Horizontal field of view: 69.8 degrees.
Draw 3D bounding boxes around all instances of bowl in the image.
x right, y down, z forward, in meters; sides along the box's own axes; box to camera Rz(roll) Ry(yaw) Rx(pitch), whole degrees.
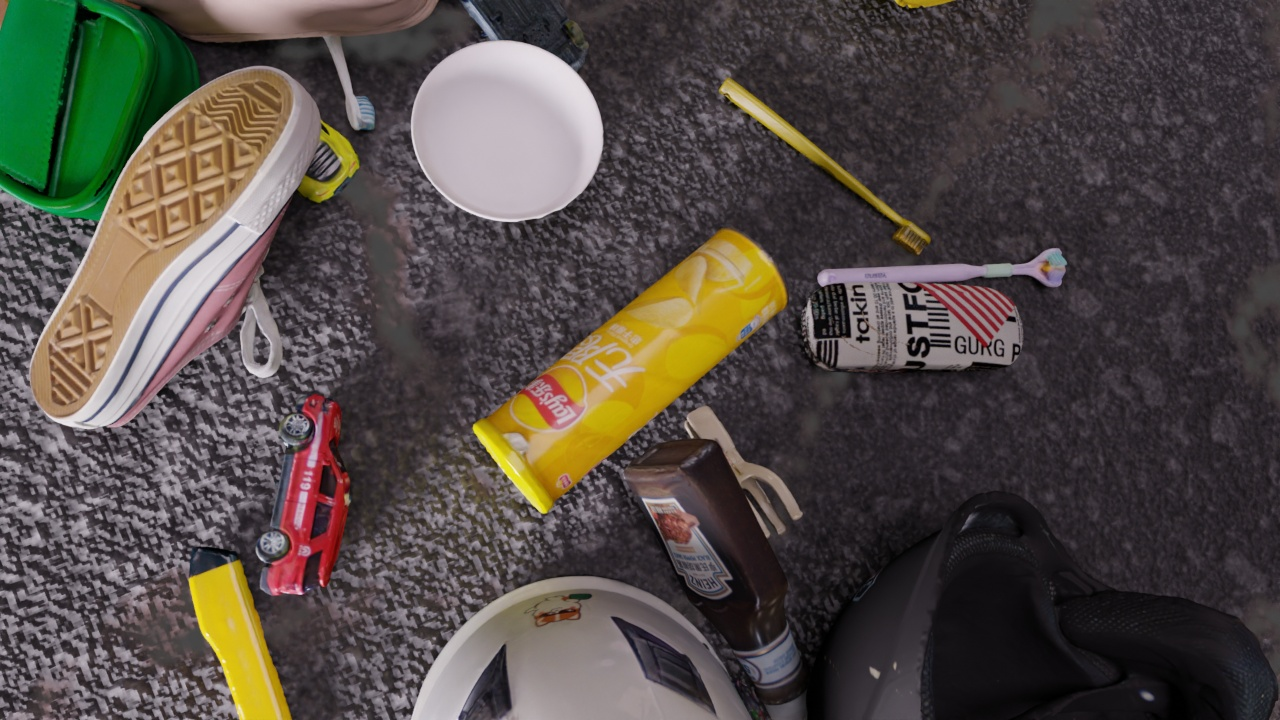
[{"bbox_3d":[-0.087,-0.139,0.599,0.118,0.065,0.118,1,82,-11],"label":"bowl"}]

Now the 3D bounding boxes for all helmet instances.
[{"bbox_3d":[0.204,0.218,0.517,0.232,0.231,0.274,-22,82,-46],"label":"helmet"},{"bbox_3d":[-0.019,0.262,0.504,0.230,0.157,0.274,-9,83,-12],"label":"helmet"}]

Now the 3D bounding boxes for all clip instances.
[{"bbox_3d":[0.068,0.078,0.596,0.035,0.095,0.102,-27,98,-13],"label":"clip"}]

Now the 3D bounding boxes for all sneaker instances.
[{"bbox_3d":[-0.259,-0.060,0.545,0.118,0.087,0.241,38,97,20],"label":"sneaker"}]

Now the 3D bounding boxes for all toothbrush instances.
[{"bbox_3d":[0.220,-0.063,0.668,0.189,0.021,0.029,-4,93,-9],"label":"toothbrush"},{"bbox_3d":[-0.218,-0.255,0.612,0.026,0.027,0.221,-15,84,-39],"label":"toothbrush"},{"bbox_3d":[0.133,-0.140,0.666,0.190,0.016,0.016,38,83,-3],"label":"toothbrush"}]

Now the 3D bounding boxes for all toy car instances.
[{"bbox_3d":[-0.087,-0.242,0.631,0.054,0.037,0.120,-41,100,-14],"label":"toy car"},{"bbox_3d":[-0.231,-0.148,0.591,0.105,0.032,0.048,39,77,-1],"label":"toy car"},{"bbox_3d":[-0.199,0.081,0.553,0.045,0.053,0.120,7,83,-11],"label":"toy car"}]

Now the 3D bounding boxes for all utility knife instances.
[{"bbox_3d":[-0.236,0.183,0.548,0.033,0.015,0.156,-19,86,-7],"label":"utility knife"}]

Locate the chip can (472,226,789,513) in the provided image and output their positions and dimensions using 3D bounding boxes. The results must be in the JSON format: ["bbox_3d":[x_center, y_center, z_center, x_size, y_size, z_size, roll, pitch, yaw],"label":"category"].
[{"bbox_3d":[-0.004,0.003,0.591,0.213,0.072,0.072,-40,90,-15],"label":"chip can"}]

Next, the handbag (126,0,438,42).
[{"bbox_3d":[-0.221,-0.322,0.568,0.193,0.093,0.234,2,80,6],"label":"handbag"}]

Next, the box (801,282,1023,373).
[{"bbox_3d":[0.193,-0.023,0.643,0.164,0.052,0.068,-3,63,-11],"label":"box"}]

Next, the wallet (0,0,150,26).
[{"bbox_3d":[-0.367,-0.242,0.587,0.101,0.020,0.115,13,77,-9],"label":"wallet"}]

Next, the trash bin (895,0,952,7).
[{"bbox_3d":[0.221,-0.405,0.626,0.229,0.230,0.255,-19,91,-13],"label":"trash bin"}]

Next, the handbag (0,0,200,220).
[{"bbox_3d":[-0.338,-0.155,0.546,0.120,0.068,0.131,22,92,-1],"label":"handbag"}]

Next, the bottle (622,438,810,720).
[{"bbox_3d":[0.059,0.142,0.577,0.043,0.080,0.195,-34,102,-32],"label":"bottle"}]
